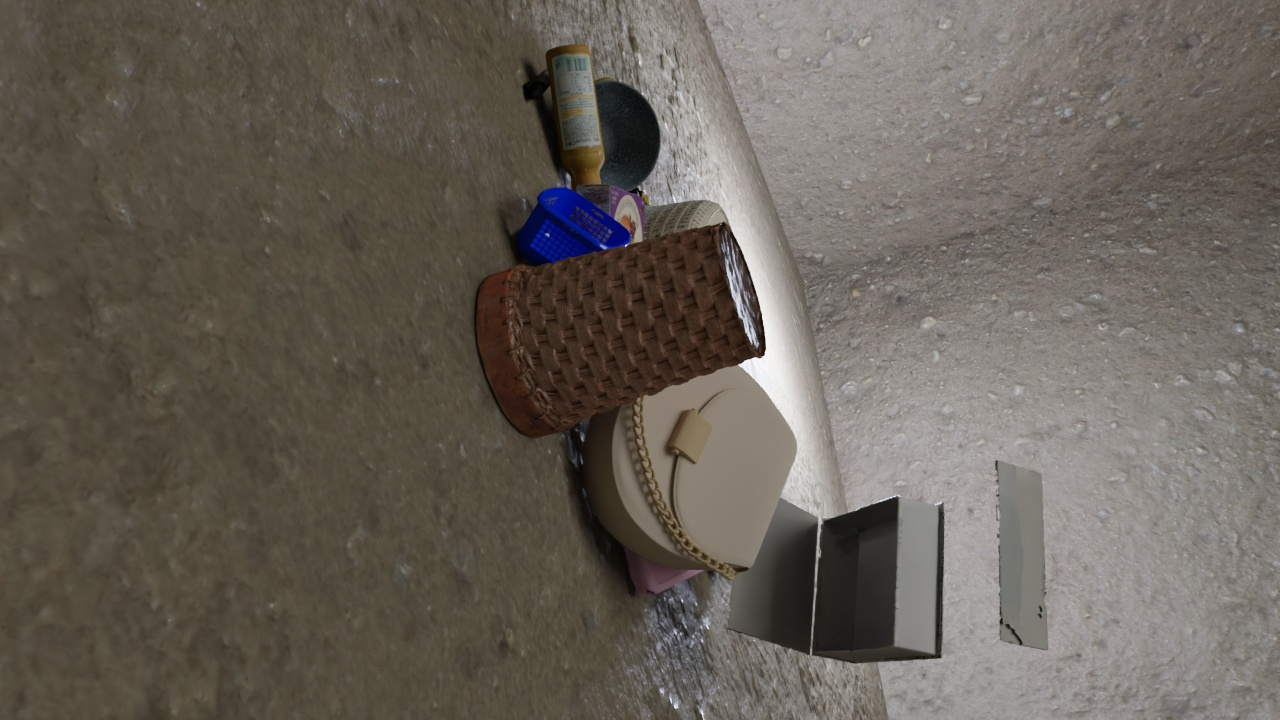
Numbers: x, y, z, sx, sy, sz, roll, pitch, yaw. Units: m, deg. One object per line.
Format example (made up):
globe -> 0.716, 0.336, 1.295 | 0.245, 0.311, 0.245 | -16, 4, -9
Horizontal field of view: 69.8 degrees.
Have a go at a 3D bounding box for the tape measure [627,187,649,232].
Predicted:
tape measure -> -0.001, -0.216, 1.329 | 0.061, 0.034, 0.061 | 9, 68, -75

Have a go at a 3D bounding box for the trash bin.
trash bin -> -0.013, -0.031, 0.782 | 0.151, 0.210, 0.151 | -16, 90, -74

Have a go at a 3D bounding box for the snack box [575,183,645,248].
snack box -> -0.034, -0.118, 1.035 | 0.143, 0.041, 0.148 | -19, 111, -74

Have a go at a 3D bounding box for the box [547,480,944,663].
box -> 0.111, 0.227, 1.030 | 0.174, 0.422, 0.167 | 81, 16, -65

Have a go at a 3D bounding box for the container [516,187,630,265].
container -> -0.067, -0.119, 0.905 | 0.096, 0.058, 0.114 | 36, 20, 0

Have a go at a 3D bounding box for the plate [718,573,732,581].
plate -> 0.106, 0.254, 1.261 | 0.104, 0.026, 0.104 | -16, 90, -75

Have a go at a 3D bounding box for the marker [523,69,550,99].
marker -> -0.116, -0.329, 1.080 | 0.022, 0.016, 0.138 | 43, 25, -17

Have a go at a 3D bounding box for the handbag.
handbag -> 0.046, 0.100, 0.924 | 0.208, 0.104, 0.210 | 37, 60, -18

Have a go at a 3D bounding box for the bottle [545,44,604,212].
bottle -> -0.072, -0.268, 1.070 | 0.053, 0.053, 0.186 | -34, 117, -73

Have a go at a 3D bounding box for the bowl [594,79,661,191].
bowl -> -0.047, -0.276, 1.149 | 0.057, 0.136, 0.137 | 14, -52, 62

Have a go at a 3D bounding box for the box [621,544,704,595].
box -> 0.052, 0.150, 0.984 | 0.200, 0.038, 0.152 | -16, 94, -42

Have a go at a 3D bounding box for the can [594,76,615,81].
can -> -0.042, -0.307, 1.235 | 0.092, 0.057, 0.116 | -84, 153, -51

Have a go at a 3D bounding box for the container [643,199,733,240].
container -> 0.057, -0.091, 1.206 | 0.246, 0.143, 0.184 | 67, 30, -24
